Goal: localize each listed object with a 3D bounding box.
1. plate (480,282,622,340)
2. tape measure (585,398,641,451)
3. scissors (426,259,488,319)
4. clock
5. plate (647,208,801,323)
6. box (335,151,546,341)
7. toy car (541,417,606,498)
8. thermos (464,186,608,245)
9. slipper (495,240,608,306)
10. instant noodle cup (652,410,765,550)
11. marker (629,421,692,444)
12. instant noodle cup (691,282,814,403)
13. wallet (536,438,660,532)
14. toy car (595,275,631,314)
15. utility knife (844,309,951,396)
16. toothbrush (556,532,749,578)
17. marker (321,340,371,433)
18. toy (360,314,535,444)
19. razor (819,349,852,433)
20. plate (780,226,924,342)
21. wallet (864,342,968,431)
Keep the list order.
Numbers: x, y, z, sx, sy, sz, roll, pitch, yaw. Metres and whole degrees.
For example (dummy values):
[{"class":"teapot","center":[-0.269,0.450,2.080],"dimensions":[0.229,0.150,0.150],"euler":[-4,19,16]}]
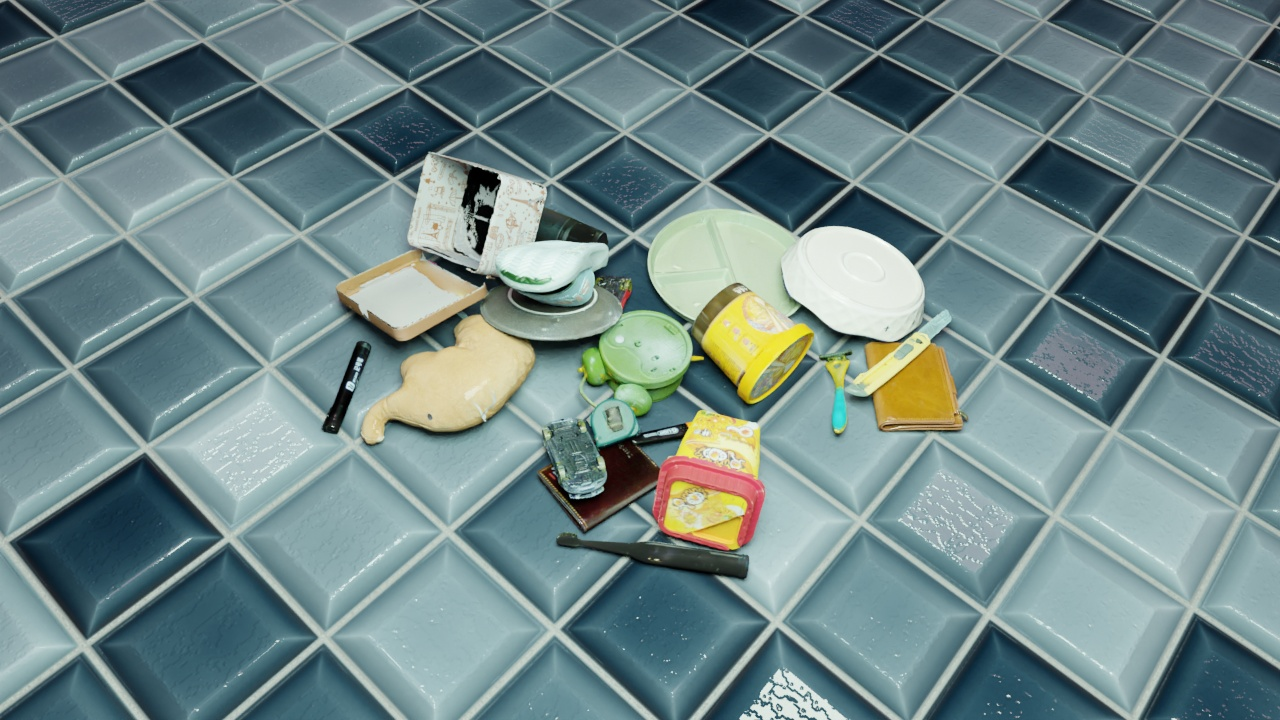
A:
[{"class":"plate","center":[-0.111,-0.075,1.158],"dimensions":[0.179,0.024,0.179],"euler":[4,30,-2]},{"class":"tape measure","center":[-0.033,0.073,1.083],"dimensions":[0.058,0.025,0.054],"euler":[-19,77,-6]},{"class":"scissors","center":[-0.274,-0.085,1.228],"dimensions":[0.131,0.017,0.133],"euler":[-34,65,-29]},{"class":"clock","center":[-0.007,0.007,1.149],"dimensions":[0.160,0.056,0.116],"euler":[-36,62,-28]},{"class":"plate","center":[0.123,-0.125,1.280],"dimensions":[0.230,0.028,0.229],"euler":[2,53,-3]},{"class":"box","center":[-0.249,-0.141,1.173],"dimensions":[0.179,0.133,0.271],"euler":[26,76,42]},{"class":"toy car","center":[-0.077,0.110,1.055],"dimensions":[0.054,0.037,0.120],"euler":[-12,38,-15]},{"class":"thermos","center":[-0.164,-0.194,1.298],"dimensions":[0.242,0.068,0.089],"euler":[22,21,10]},{"class":"slipper","center":[-0.102,-0.106,1.121],"dimensions":[0.104,0.074,0.245],"euler":[5,13,13]},{"class":"instant noodle cup","center":[0.083,0.129,1.032],"dimensions":[0.116,0.116,0.123],"euler":[14,41,7]},{"class":"marker","center":[0.046,0.085,1.110],"dimensions":[0.123,0.015,0.018],"euler":[-9,47,-18]},{"class":"instant noodle cup","center":[0.134,-0.026,1.139],"dimensions":[0.118,0.119,0.114],"euler":[-35,67,-27]},{"class":"wallet","center":[-0.045,0.135,1.070],"dimensions":[0.122,0.020,0.096],"euler":[-29,59,-27]},{"class":"toy car","center":[-0.045,-0.074,1.222],"dimensions":[0.049,0.031,0.106],"euler":[4,44,16]},{"class":"utility knife","center":[0.338,-0.009,1.181],"dimensions":[0.207,0.021,0.031],"euler":[-32,61,-30]},{"class":"toothbrush","center":[0.012,0.211,1.011],"dimensions":[0.213,0.026,0.027],"euler":[8,17,3]},{"class":"marker","center":[-0.360,0.032,1.126],"dimensions":[0.022,0.020,0.131],"euler":[-11,49,24]},{"class":"toy","center":[-0.229,0.031,1.103],"dimensions":[0.143,0.083,0.225],"euler":[28,55,36]},{"class":"razor","center":[0.249,0.042,1.158],"dimensions":[0.043,0.028,0.132],"euler":[-9,46,18]},{"class":"plate","center":[0.293,-0.112,1.243],"dimensions":[0.204,0.046,0.204],"euler":[11,43,-11]},{"class":"wallet","center":[0.354,0.031,1.170],"dimensions":[0.119,0.035,0.130],"euler":[2,51,-1]}]
